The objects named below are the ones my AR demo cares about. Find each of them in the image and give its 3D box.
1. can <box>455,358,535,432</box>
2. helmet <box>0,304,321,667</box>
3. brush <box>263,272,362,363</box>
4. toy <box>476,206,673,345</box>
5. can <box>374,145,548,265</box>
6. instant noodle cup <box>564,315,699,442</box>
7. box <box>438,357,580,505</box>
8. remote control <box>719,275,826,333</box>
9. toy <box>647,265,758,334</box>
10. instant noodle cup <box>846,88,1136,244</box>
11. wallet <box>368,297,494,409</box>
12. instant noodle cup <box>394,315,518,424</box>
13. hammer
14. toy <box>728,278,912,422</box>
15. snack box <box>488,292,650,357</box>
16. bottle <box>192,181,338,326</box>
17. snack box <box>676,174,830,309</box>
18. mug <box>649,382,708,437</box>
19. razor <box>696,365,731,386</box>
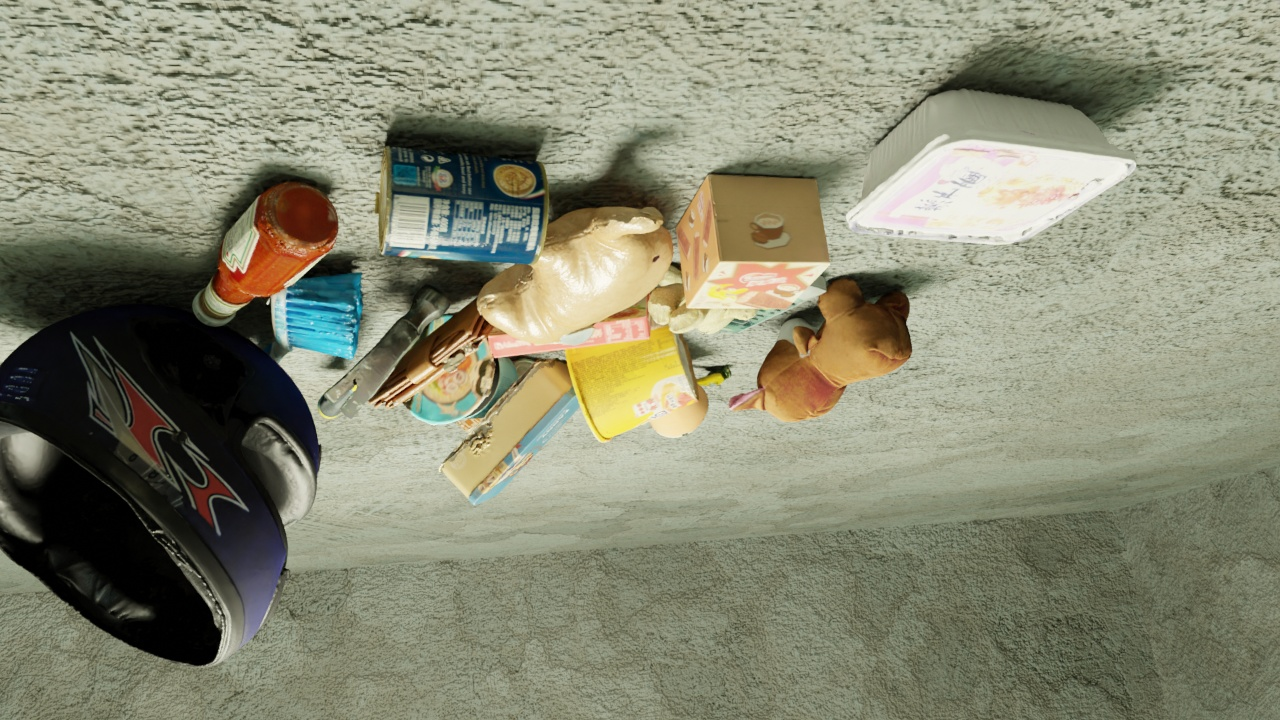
[{"bbox_3d":[-0.173,0.045,1.122,0.057,0.057,0.148,8,157,-36],"label":"can"},{"bbox_3d":[-0.413,0.091,0.826,0.248,0.315,0.239,-49,-179,36],"label":"helmet"},{"bbox_3d":[-0.333,-0.019,0.903,0.109,0.060,0.315,6,162,-16],"label":"brush"},{"bbox_3d":[-0.036,-0.080,0.750,0.143,0.082,0.227,-14,167,-39],"label":"toy"},{"bbox_3d":[-0.128,-0.108,0.647,0.111,0.075,0.075,2,160,-20],"label":"can"},{"bbox_3d":[-0.006,0.006,0.951,0.110,0.138,0.138,-17,160,8],"label":"instant noodle cup"},{"bbox_3d":[-0.127,0.069,0.978,0.184,0.061,0.089,-45,174,11],"label":"box"},{"bbox_3d":[0.127,-0.060,0.955,0.056,0.019,0.135,10,156,-38],"label":"remote control"},{"bbox_3d":[0.054,-0.050,0.848,0.105,0.066,0.157,17,-167,18],"label":"toy"},{"bbox_3d":[0.250,-0.143,0.678,0.173,0.060,0.138,3,160,-20],"label":"instant noodle cup"},{"bbox_3d":[-0.186,-0.011,0.854,0.132,0.107,0.031,-34,107,22],"label":"wallet"},{"bbox_3d":[-0.185,0.019,0.978,0.111,0.111,0.120,-9,169,12],"label":"instant noodle cup"},{"bbox_3d":[-0.280,0.018,0.908,0.032,0.125,0.324,43,152,-13],"label":"hammer"},{"bbox_3d":[0.194,-0.005,0.997,0.140,0.130,0.200,9,136,-34],"label":"toy"},{"bbox_3d":[-0.066,-0.038,0.886,0.153,0.075,0.025,-7,118,5],"label":"snack box"},{"bbox_3d":[-0.305,-0.074,0.725,0.059,0.059,0.207,10,156,-40],"label":"bottle"},{"bbox_3d":[0.089,-0.094,0.749,0.092,0.077,0.095,0,161,-15],"label":"snack box"},{"bbox_3d":[0.024,0.028,1.075,0.078,0.078,0.123,-12,144,19],"label":"mug"},{"bbox_3d":[0.051,0.017,1.158,0.132,0.028,0.043,9,161,-32],"label":"razor"}]
